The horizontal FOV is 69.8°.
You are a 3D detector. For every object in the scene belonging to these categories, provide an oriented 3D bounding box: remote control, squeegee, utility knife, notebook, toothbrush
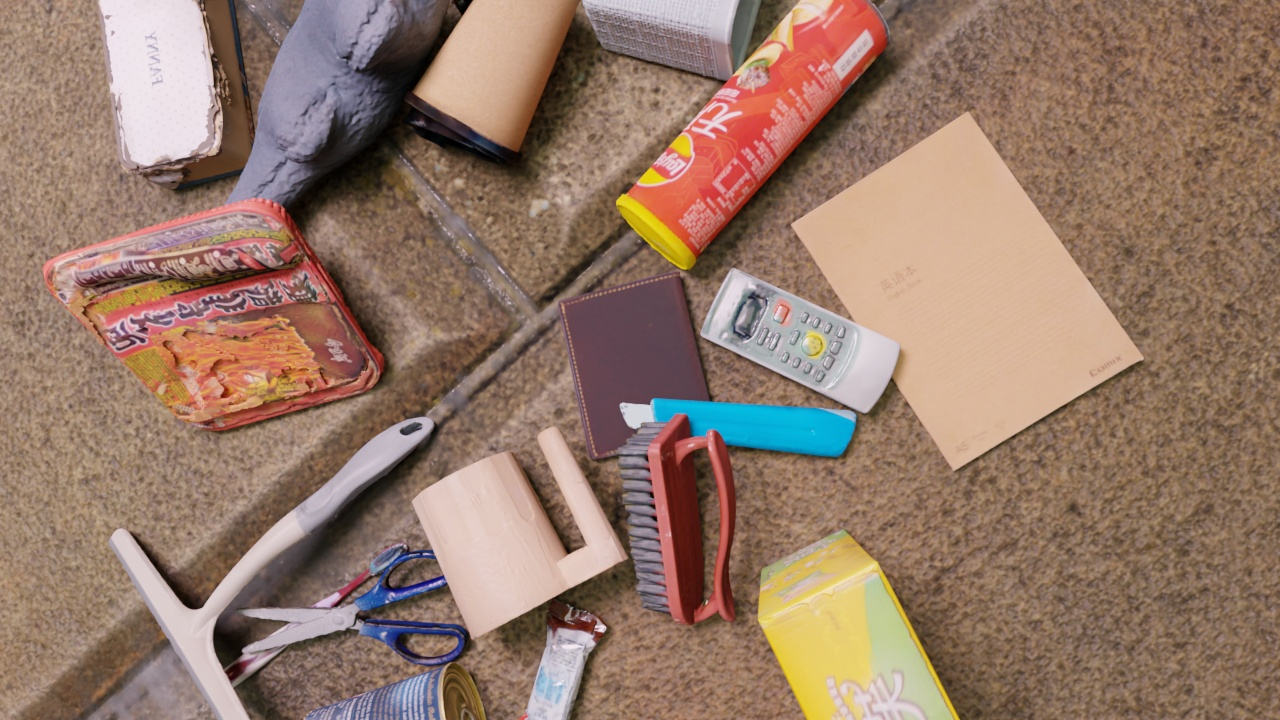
[{"bbox_3d":[0.113,-0.014,0.652,0.135,0.019,0.056,27,92,11],"label":"remote control"},{"bbox_3d":[-0.246,0.124,0.657,0.246,0.039,0.246,-44,64,-8],"label":"squeegee"},{"bbox_3d":[0.068,0.044,0.644,0.166,0.018,0.034,6,89,-3],"label":"utility knife"},{"bbox_3d":[0.227,-0.049,0.651,0.149,0.012,0.211,-32,82,4],"label":"notebook"},{"bbox_3d":[-0.249,0.193,0.679,0.187,0.017,0.016,-37,86,1],"label":"toothbrush"}]

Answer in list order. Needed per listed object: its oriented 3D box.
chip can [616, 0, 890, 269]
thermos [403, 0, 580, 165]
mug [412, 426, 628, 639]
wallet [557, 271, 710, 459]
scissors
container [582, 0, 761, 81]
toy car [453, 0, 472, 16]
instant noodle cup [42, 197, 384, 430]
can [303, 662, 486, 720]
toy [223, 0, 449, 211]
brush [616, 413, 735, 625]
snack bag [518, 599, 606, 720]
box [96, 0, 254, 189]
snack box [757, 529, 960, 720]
[{"bbox_3d":[0.079,-0.166,0.646,0.073,0.073,0.216,42,91,8],"label":"chip can"},{"bbox_3d":[-0.103,-0.210,0.652,0.093,0.093,0.143,31,100,8],"label":"thermos"},{"bbox_3d":[-0.084,0.117,0.630,0.125,0.084,0.103,-31,80,16],"label":"mug"},{"bbox_3d":[-0.004,0.004,0.668,0.096,0.020,0.122,-14,84,9],"label":"wallet"},{"bbox_3d":[-0.207,0.178,0.665,0.169,0.012,0.147,25,98,-3],"label":"scissors"},{"bbox_3d":[0.025,-0.265,0.656,0.111,0.090,0.090,16,86,11],"label":"container"},{"bbox_3d":[-0.130,-0.301,0.703,0.056,0.037,0.122,-31,70,-3],"label":"toy car"},{"bbox_3d":[-0.286,-0.037,0.647,0.164,0.189,0.079,-14,48,4],"label":"instant noodle cup"},{"bbox_3d":[-0.171,0.263,0.635,0.111,0.075,0.075,-20,83,5],"label":"can"},{"bbox_3d":[-0.205,-0.217,0.645,0.091,0.137,0.357,35,117,-13],"label":"toy"},{"bbox_3d":[0.030,0.113,0.618,0.069,0.063,0.146,0,108,21],"label":"brush"},{"bbox_3d":[-0.059,0.227,0.650,0.045,0.026,0.105,15,86,17],"label":"snack bag"},{"bbox_3d":[-0.361,-0.230,0.712,0.090,0.059,0.184,-10,82,5],"label":"box"},{"bbox_3d":[0.135,0.191,0.539,0.070,0.210,0.157,-27,81,4],"label":"snack box"}]
